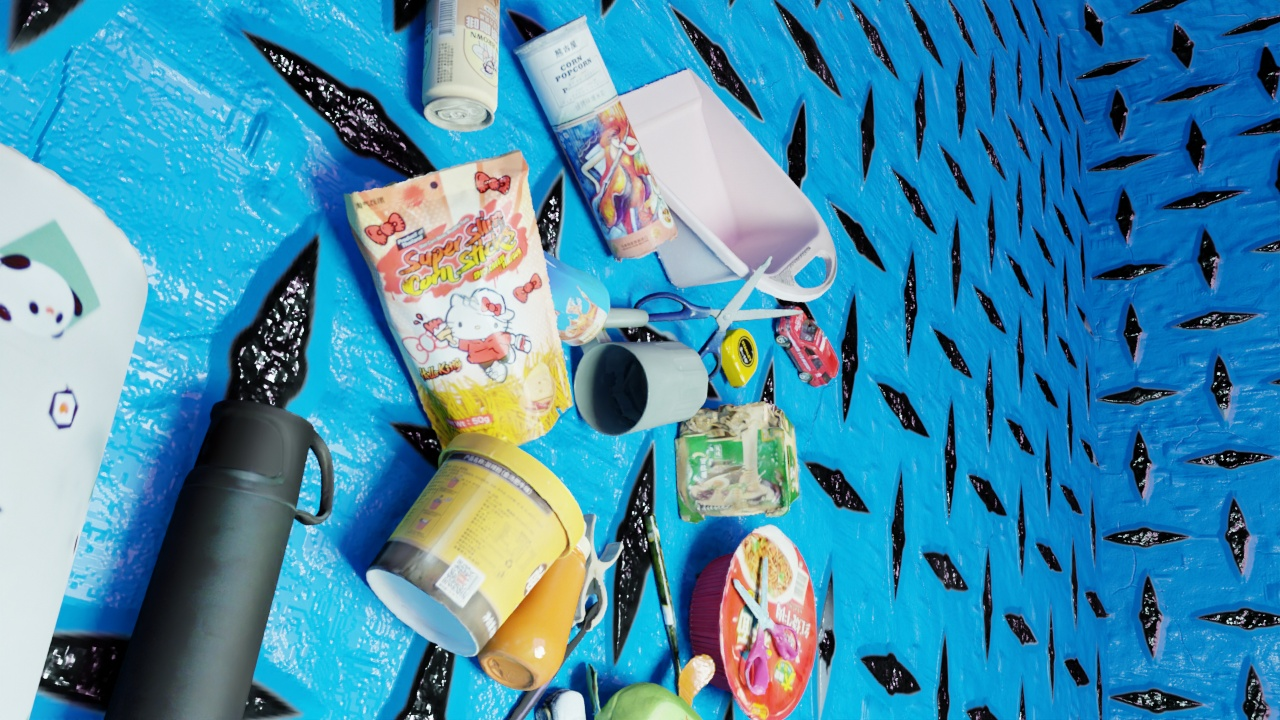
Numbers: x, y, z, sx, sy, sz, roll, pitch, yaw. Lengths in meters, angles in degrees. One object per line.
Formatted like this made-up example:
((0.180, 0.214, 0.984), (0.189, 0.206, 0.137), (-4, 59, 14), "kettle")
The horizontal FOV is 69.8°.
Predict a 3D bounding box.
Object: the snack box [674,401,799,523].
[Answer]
((0.112, 0.108, 0.953), (0.105, 0.118, 0.117), (17, 68, -61), "snack box")

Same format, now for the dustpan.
((0.099, -0.188, 0.969), (0.221, 0.139, 0.273), (-43, 117, -47), "dustpan")

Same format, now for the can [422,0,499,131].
((-0.142, -0.247, 0.729), (0.058, 0.059, 0.116), (14, 71, -51), "can")

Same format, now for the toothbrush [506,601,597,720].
((-0.081, 0.260, 0.742), (0.014, 0.017, 0.188), (55, 45, -12), "toothbrush")

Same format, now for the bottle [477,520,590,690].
((-0.075, 0.183, 0.727), (0.067, 0.067, 0.149), (58, 35, -27), "bottle")

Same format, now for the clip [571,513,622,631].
((-0.046, 0.186, 0.788), (0.070, 0.035, 0.099), (51, 38, -33), "clip")

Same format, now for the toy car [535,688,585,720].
((-0.058, 0.312, 0.740), (0.042, 0.034, 0.090), (3, 79, -49), "toy car")

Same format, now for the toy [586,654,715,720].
((0.029, 0.364, 0.797), (0.247, 0.090, 0.226), (57, 35, -33), "toy")

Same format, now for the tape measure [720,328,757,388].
((0.106, -0.007, 1.029), (0.057, 0.029, 0.060), (-47, 119, -46), "tape measure")

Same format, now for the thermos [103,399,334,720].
((-0.232, 0.148, 0.513), (0.090, 0.069, 0.242), (30, 59, -40), "thermos")

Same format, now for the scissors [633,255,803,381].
((0.073, -0.039, 0.916), (0.162, 0.176, 0.012), (15, 34, -12), "scissors")

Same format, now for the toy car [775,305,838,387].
((0.211, -0.019, 1.159), (0.120, 0.045, 0.052), (49, 46, -32), "toy car")

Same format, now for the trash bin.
((-0.309, 0.051, 0.321), (0.229, 0.230, 0.251), (35, 51, -43), "trash bin")

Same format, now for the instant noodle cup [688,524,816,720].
((0.111, 0.269, 0.945), (0.193, 0.066, 0.193), (14, 73, -50), "instant noodle cup")

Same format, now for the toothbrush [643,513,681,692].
((0.027, 0.238, 0.881), (0.012, 0.017, 0.186), (-12, 92, -16), "toothbrush")

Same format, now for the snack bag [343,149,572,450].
((-0.122, -0.037, 0.666), (0.128, 0.073, 0.208), (-17, 116, -11), "snack bag")

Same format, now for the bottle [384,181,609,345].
((-0.113, -0.077, 0.725), (0.218, 0.065, 0.065), (30, 59, -45), "bottle")

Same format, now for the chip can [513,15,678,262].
((-0.038, -0.200, 0.848), (0.071, 0.071, 0.215), (-50, 122, -46), "chip can")

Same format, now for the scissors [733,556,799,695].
((0.125, 0.260, 0.900), (0.133, 0.017, 0.133), (31, 55, -42), "scissors")

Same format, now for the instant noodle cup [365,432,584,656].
((-0.118, 0.130, 0.639), (0.114, 0.119, 0.118), (-53, 124, -35), "instant noodle cup")

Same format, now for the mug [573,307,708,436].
((-0.005, 0.005, 0.846), (0.103, 0.084, 0.124), (-4, 66, -54), "mug")
